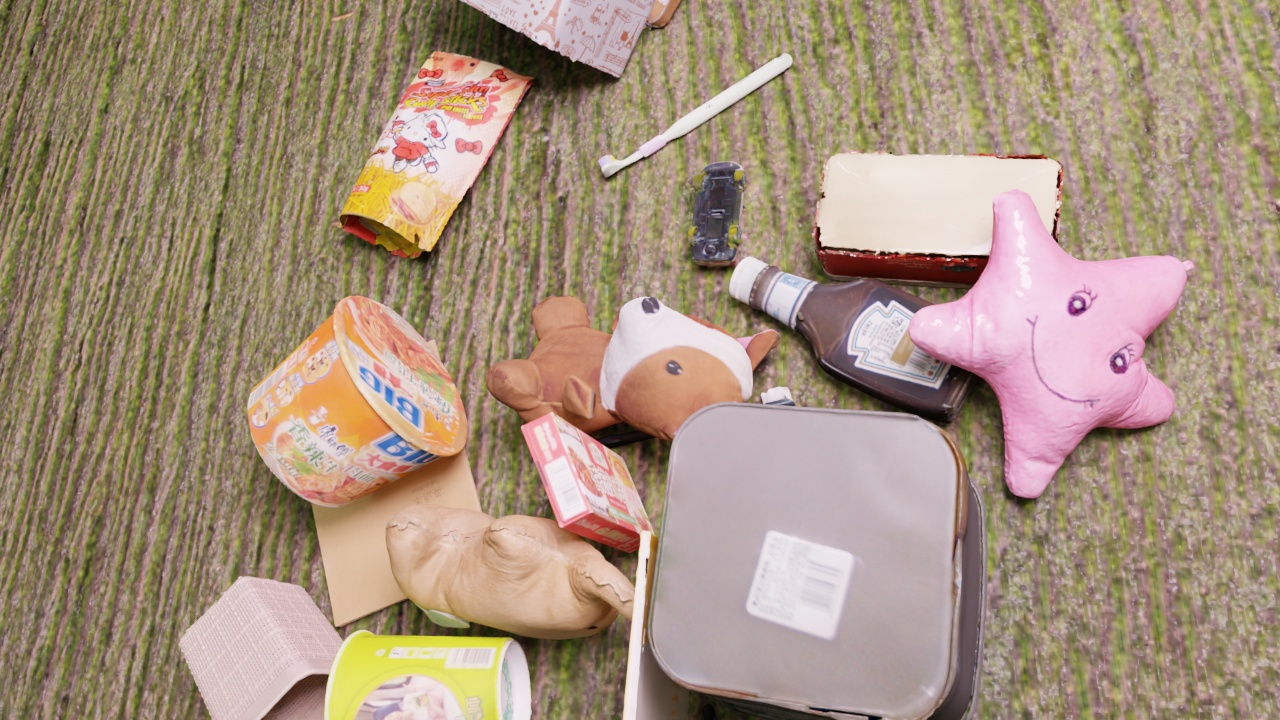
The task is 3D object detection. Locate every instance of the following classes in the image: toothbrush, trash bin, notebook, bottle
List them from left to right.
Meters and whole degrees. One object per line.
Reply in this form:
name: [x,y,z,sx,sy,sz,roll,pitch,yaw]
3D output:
notebook: [-0.217,0.101,0.792,0.149,0.012,0.211,-24,67,9]
notebook: [0.015,0.192,0.576,0.010,0.206,0.145,2,73,12]
toothbrush: [0.031,0.049,0.721,0.181,0.015,0.018,-15,63,13]
toothbrush: [0.048,-0.214,0.798,0.190,0.029,0.020,-29,108,7]
toothbrush: [0.061,0.289,0.575,0.014,0.189,0.017,-30,24,-35]
trash bin: [0.111,0.130,0.557,0.199,0.220,0.198,3,74,18]
bottle: [0.157,-0.026,0.688,0.195,0.044,0.079,28,80,25]

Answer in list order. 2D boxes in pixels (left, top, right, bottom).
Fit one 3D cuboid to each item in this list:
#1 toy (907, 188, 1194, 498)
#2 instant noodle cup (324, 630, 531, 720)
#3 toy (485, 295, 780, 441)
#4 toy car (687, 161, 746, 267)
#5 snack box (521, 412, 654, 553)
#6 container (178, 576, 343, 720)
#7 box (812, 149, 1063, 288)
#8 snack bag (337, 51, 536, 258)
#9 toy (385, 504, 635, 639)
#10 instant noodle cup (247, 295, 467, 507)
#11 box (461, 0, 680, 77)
toy: [0.277,-0.023,0.601,0.178,0.074,0.194,-34,99,2]
instant noodle cup: [-0.148,0.250,0.673,0.123,0.112,0.111,-7,71,7]
toy: [-0.004,0.004,0.687,0.200,0.131,0.139,8,44,22]
toy car: [0.065,-0.120,0.753,0.042,0.035,0.090,1,73,17]
snack box: [-0.033,0.091,0.653,0.025,0.153,0.075,-27,67,7]
container: [-0.294,0.239,0.732,0.090,0.090,0.111,-46,62,0]
box: [0.217,-0.108,0.675,0.168,0.077,0.091,6,75,20]
snack bag: [-0.194,-0.198,0.859,0.129,0.073,0.207,16,71,23]
toy: [-0.075,0.155,0.651,0.226,0.143,0.082,0,61,30]
instant noodle cup: [-0.229,0.039,0.736,0.111,0.151,0.151,-34,65,11]
box: [-0.063,-0.376,0.806,0.181,0.157,0.205,39,107,25]
